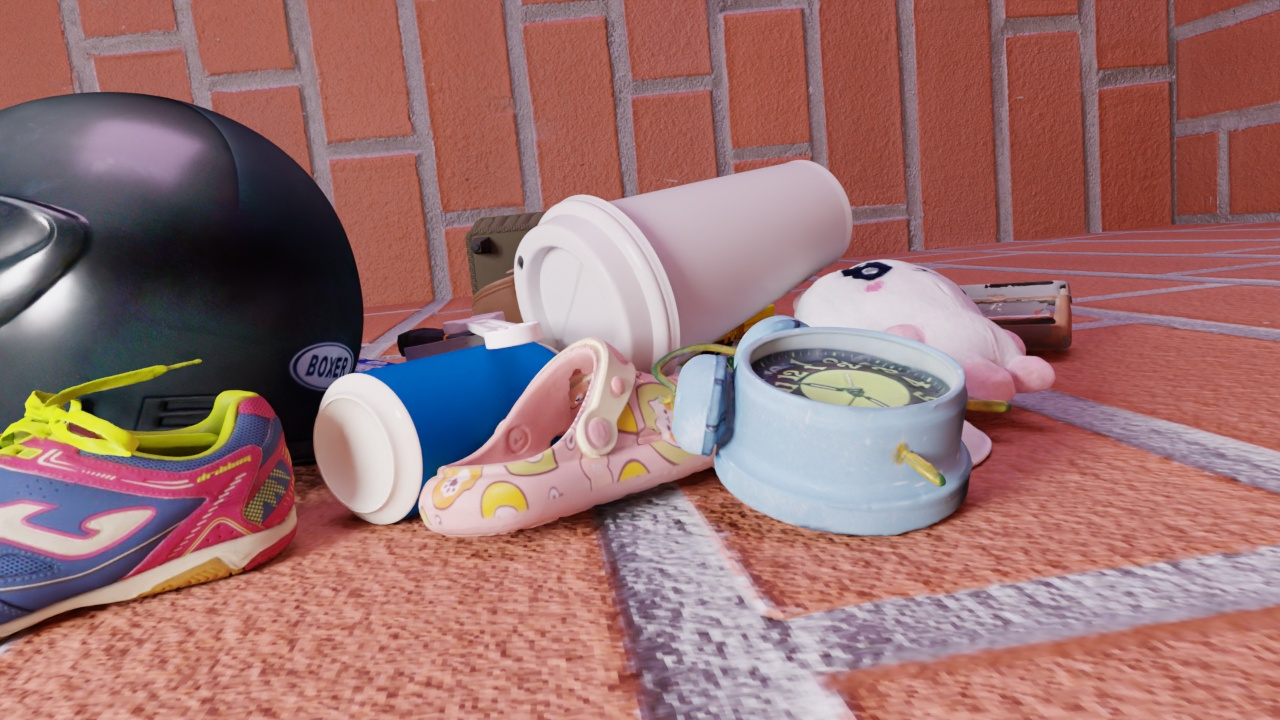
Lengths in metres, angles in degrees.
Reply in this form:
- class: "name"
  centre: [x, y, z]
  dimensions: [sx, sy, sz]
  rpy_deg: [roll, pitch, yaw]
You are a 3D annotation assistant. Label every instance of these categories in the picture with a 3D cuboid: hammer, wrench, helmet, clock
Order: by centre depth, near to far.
- class: "clock"
  centre: [0.079, 0.024, 0.433]
  dimensions: [0.162, 0.060, 0.117]
  rpy_deg: [15, 26, 31]
- class: "helmet"
  centre: [-0.335, -0.040, 0.574]
  dimensions: [0.316, 0.236, 0.249]
  rpy_deg: [-6, -2, 13]
- class: "wrench"
  centre: [-0.096, -0.021, 0.586]
  dimensions: [0.047, 0.009, 0.273]
  rpy_deg: [-12, 7, -14]
- class: "hammer"
  centre: [-0.155, -0.014, 0.803]
  dimensions: [0.139, 0.035, 0.313]
  rpy_deg: [-12, 7, -25]

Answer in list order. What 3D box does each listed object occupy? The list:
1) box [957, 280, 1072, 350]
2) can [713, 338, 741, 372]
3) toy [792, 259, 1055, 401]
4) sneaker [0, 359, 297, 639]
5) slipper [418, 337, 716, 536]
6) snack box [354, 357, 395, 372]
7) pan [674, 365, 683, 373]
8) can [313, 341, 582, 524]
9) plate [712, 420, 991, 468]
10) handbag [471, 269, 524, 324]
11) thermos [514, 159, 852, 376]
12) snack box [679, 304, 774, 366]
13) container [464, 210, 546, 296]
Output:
- class: "box"
  centre: [0.263, -0.037, 0.813]
  dimensions: [0.217, 0.062, 0.081]
  rpy_deg: [-2, -14, 27]
- class: "can"
  centre: [0.070, 0.013, 0.630]
  dimensions: [0.053, 0.053, 0.101]
  rpy_deg: [-4, 5, 8]
- class: "toy"
  centre: [0.180, -0.010, 0.592]
  dimensions: [0.138, 0.101, 0.180]
  rpy_deg: [3, 12, -25]
- class: "sneaker"
  centre: [-0.277, 0.063, 0.391]
  dimensions: [0.241, 0.091, 0.116]
  rpy_deg: [-11, 12, -33]
- class: "slipper"
  centre: [-0.029, 0.030, 0.475]
  dimensions: [0.196, 0.081, 0.093]
  rpy_deg: [-16, 4, -39]
- class: "snack box"
  centre: [-0.188, 0.034, 0.665]
  dimensions: [0.059, 0.059, 0.227]
  rpy_deg: [-16, 12, -35]
- class: "pan"
  centre: [-0.004, 0.004, 0.764]
  dimensions: [0.201, 0.051, 0.355]
  rpy_deg: [0, 10, 34]
- class: "can"
  centre: [-0.103, 0.035, 0.516]
  dimensions: [0.079, 0.079, 0.145]
  rpy_deg: [0, 10, 34]
- class: "plate"
  centre: [0.117, 0.045, 0.524]
  dimensions: [0.157, 0.014, 0.157]
  rpy_deg: [-5, 8, 1]
- class: "handbag"
  centre: [-0.044, -0.055, 0.913]
  dimensions: [0.233, 0.088, 0.190]
  rpy_deg: [-20, -8, 32]
- class: "thermos"
  centre: [0.039, -0.067, 0.609]
  dimensions: [0.221, 0.131, 0.132]
  rpy_deg: [-26, 18, -34]
- class: "snack box"
  centre: [0.047, -0.024, 0.718]
  dimensions: [0.061, 0.026, 0.148]
  rpy_deg: [7, 15, 32]
- class: "container"
  centre: [-0.070, -0.111, 1.220]
  dimensions: [0.321, 0.176, 0.204]
  rpy_deg: [-5, 11, 2]
